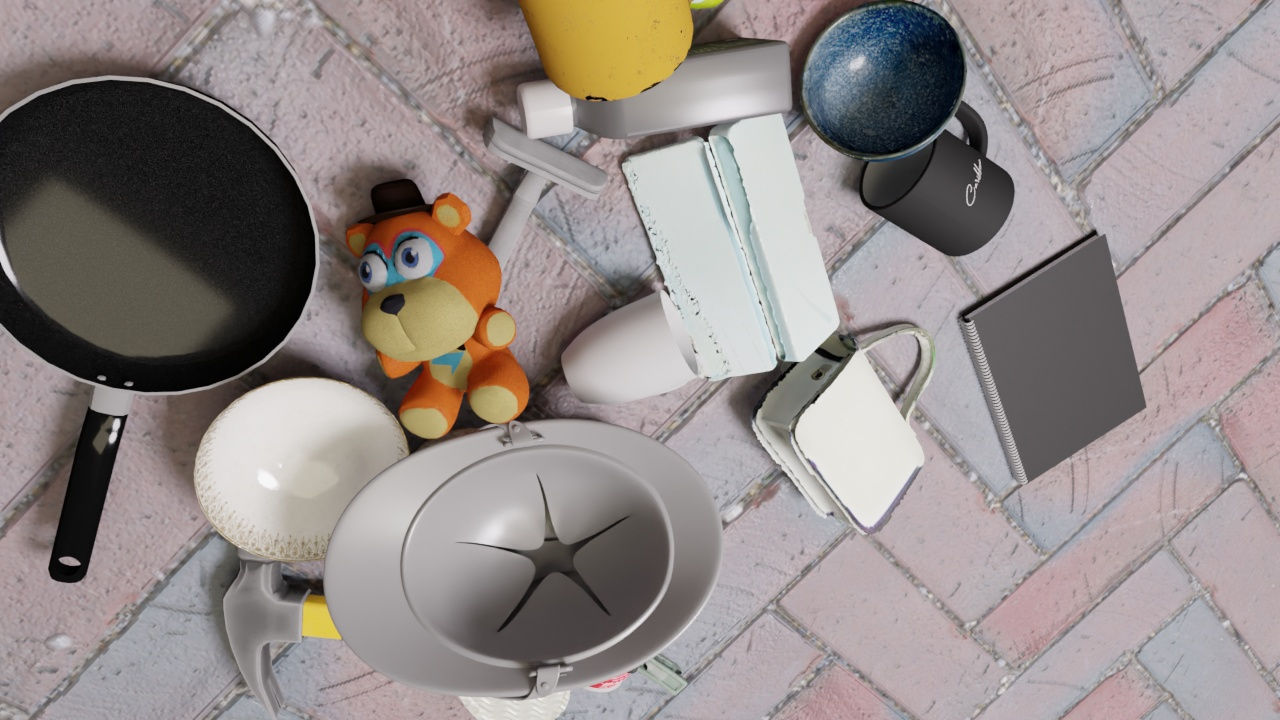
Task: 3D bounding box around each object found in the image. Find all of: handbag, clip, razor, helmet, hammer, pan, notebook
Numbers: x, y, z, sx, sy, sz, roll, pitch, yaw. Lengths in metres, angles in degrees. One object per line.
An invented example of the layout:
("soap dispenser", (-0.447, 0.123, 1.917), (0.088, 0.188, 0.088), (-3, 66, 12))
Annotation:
("handbag", (0.189, 0.039, 0.791), (0.175, 0.074, 0.151), (-49, 120, -14))
("clip", (0.011, 0.283, 0.855), (0.023, 0.042, 0.076), (-46, 119, 4))
("razor", (-0.089, -0.101, 0.650), (0.088, 0.047, 0.116), (21, 113, -24))
("helmet", (-0.078, 0.144, 0.668), (0.271, 0.118, 0.183), (-8, 76, 0))
("hammer", (-0.160, 0.215, 0.720), (0.324, 0.034, 0.170), (7, 107, -4))
("pan", (-0.341, -0.010, 0.607), (0.204, 0.044, 0.356), (16, 107, -23))
("notebook", (0.389, 0.004, 0.856), (0.149, 0.016, 0.207), (-31, 118, -3))

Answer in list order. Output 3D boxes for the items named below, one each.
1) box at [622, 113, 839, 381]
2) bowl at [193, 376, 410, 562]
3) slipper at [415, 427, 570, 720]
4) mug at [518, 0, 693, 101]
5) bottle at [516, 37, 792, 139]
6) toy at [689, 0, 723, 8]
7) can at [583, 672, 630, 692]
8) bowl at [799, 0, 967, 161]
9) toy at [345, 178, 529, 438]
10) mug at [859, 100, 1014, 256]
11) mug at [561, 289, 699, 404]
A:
("box", (0.077, -0.087, 0.707), (0.126, 0.074, 0.197), (-16, 115, 12))
("bowl", (-0.241, 0.068, 0.662), (0.145, 0.063, 0.145), (-7, 115, -16))
("slipper", (-0.122, 0.180, 0.753), (0.114, 0.054, 0.273), (-15, 108, -6))
("mug", (-0.012, -0.221, 0.535), (0.124, 0.100, 0.094), (-16, 147, 5))
("bottle", (0.005, -0.181, 0.618), (0.173, 0.083, 0.046), (-12, 113, -11))
("toy", (0.008, -0.266, 0.590), (0.117, 0.043, 0.092), (5, 155, -11))
("can", (-0.029, 0.229, 0.798), (0.064, 0.064, 0.105), (7, 111, -20))
("bowl", (0.177, -0.195, 0.669), (0.114, 0.060, 0.114), (-2, 84, 18))
("toy", (-0.140, -0.037, 0.626), (0.112, 0.096, 0.176), (-15, 90, 25))
("mug", (0.235, -0.149, 0.713), (0.088, 0.078, 0.113), (24, 78, -25))
("mug", (-0.004, 0.004, 0.712), (0.089, 0.071, 0.107), (-22, 148, 12))
